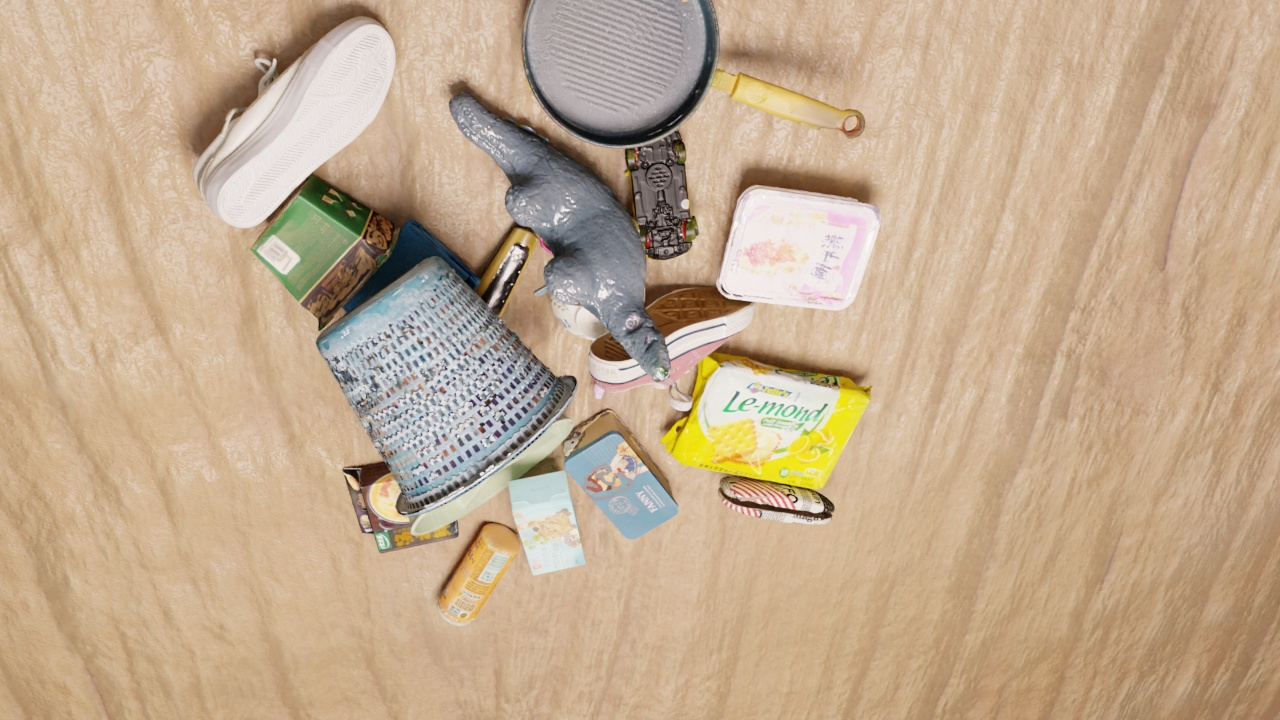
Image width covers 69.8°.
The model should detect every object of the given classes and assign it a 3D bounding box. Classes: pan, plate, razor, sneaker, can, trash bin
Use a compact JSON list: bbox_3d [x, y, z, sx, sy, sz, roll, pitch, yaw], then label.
[{"bbox_3d":[0.057,-0.290,0.923,0.357,0.078,0.198,13,112,-15],"label":"pan"},{"bbox_3d":[-0.178,0.130,1.087,0.230,0.230,0.027,-39,79,13],"label":"plate"},{"bbox_3d":[-0.166,-0.075,1.035,0.062,0.067,0.168,26,106,-23],"label":"razor"},{"bbox_3d":[-0.341,-0.242,0.897,0.242,0.091,0.089,-48,150,-2],"label":"sneaker"},{"bbox_3d":[-0.220,0.290,1.244,0.058,0.058,0.146,24,113,-23],"label":"can"},{"bbox_3d":[-0.208,0.011,0.929,0.227,0.226,0.195,-32,103,8],"label":"trash bin"},{"bbox_3d":[0.037,-0.012,1.053,0.240,0.118,0.088,-28,133,-36],"label":"sneaker"}]

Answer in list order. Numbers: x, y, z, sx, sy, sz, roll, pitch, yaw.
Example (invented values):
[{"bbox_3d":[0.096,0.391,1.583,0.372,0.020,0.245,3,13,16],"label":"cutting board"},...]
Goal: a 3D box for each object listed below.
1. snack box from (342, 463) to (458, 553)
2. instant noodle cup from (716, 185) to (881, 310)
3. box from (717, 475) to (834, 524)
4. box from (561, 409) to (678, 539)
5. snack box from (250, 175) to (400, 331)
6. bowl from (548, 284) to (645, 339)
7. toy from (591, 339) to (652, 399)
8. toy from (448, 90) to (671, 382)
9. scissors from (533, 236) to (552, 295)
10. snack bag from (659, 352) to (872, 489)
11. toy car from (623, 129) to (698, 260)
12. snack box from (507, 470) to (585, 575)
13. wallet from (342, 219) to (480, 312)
[{"bbox_3d":[-0.305,0.182,1.171,0.125,0.053,0.113,-12,122,-10],"label":"snack box"},{"bbox_3d":[0.177,-0.137,1.065,0.173,0.060,0.138,5,119,-15],"label":"instant noodle cup"},{"bbox_3d":[0.181,0.179,1.212,0.164,0.072,0.060,12,125,-20],"label":"box"},{"bbox_3d":[-0.024,0.155,1.200,0.090,0.062,0.184,-33,119,10],"label":"box"},{"bbox_3d":[-0.329,-0.119,0.945,0.105,0.117,0.118,40,104,-24],"label":"snack box"},{"bbox_3d":[-0.048,-0.065,1.051,0.113,0.062,0.114,-4,130,-5],"label":"bowl"},{"bbox_3d":[-0.007,0.007,1.126,0.108,0.039,0.084,-5,117,-15],"label":"toy"},{"bbox_3d":[-0.064,-0.133,0.960,0.092,0.137,0.356,-36,87,30],"label":"toy"},{"bbox_3d":[-0.068,-0.109,1.060,0.133,0.017,0.133,-27,126,9],"label":"scissors"},{"bbox_3d":[0.162,0.075,1.184,0.246,0.068,0.158,12,118,-18],"label":"snack bag"},{"bbox_3d":[0.021,-0.186,1.012,0.071,0.041,0.156,-10,107,-5],"label":"toy car"},{"bbox_3d":[-0.120,0.214,1.194,0.074,0.051,0.175,-12,140,-5],"label":"snack box"},{"bbox_3d":[-0.255,-0.075,1.018,0.106,0.040,0.133,42,107,-4],"label":"wallet"}]
